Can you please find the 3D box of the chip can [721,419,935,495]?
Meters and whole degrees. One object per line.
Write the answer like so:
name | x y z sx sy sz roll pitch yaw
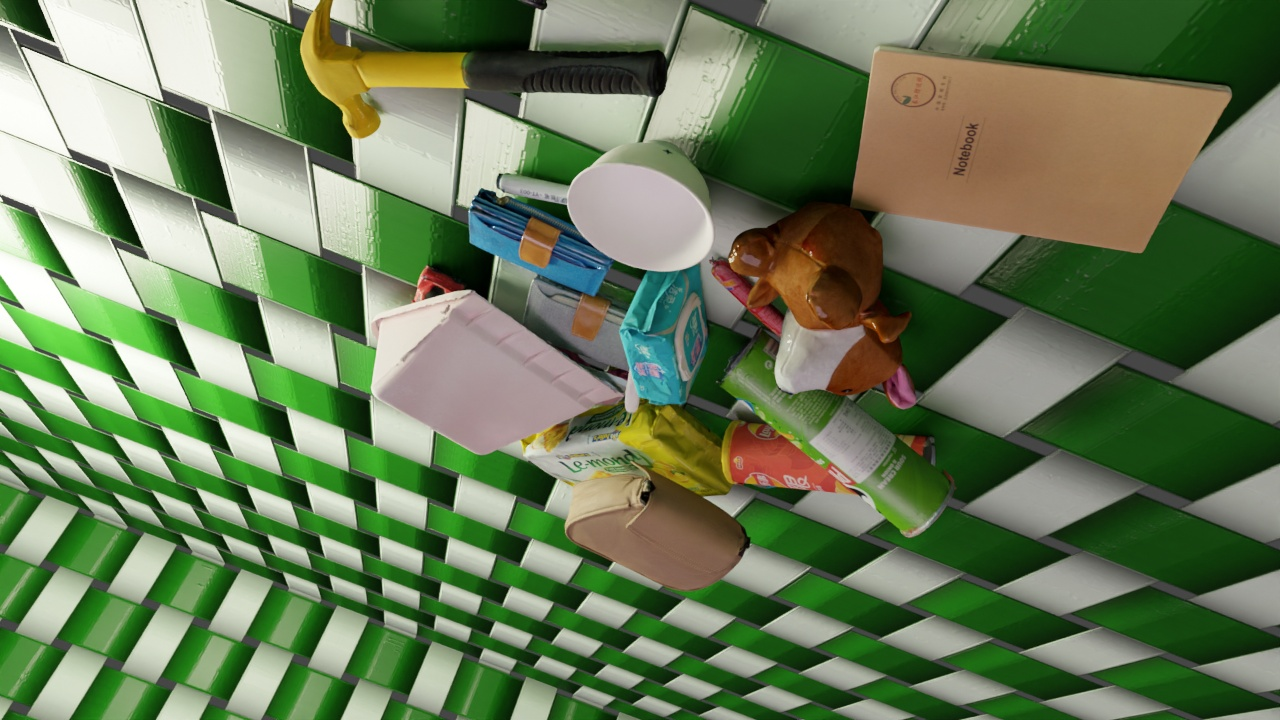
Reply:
chip can | 0.199 0.107 0.978 0.217 0.073 0.073 3 146 25

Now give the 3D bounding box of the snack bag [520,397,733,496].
snack bag | -0.013 0.110 1.101 0.247 0.068 0.158 -13 141 41

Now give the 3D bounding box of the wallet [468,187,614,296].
wallet | -0.091 -0.103 0.832 0.133 0.040 0.106 22 166 -6

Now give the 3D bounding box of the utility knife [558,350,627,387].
utility knife | -0.108 -0.008 1.002 0.218 0.018 0.034 20 152 13

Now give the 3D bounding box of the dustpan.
dustpan | -0.185 -0.009 1.034 0.274 0.138 0.222 -29 131 28

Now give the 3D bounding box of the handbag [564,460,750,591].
handbag | 0.020 0.189 1.060 0.204 0.099 0.148 33 140 -30

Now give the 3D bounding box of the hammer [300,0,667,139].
hammer | -0.126 -0.218 0.689 0.301 0.032 0.129 8 148 20

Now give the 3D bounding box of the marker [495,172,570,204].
marker | -0.062 -0.143 0.785 0.131 0.018 0.023 13 134 11

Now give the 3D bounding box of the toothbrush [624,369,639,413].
toothbrush | -0.005 0.005 0.929 0.016 0.016 0.180 6 144 1

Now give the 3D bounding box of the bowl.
bowl | 0.009 -0.131 0.716 0.118 0.064 0.118 15 149 9

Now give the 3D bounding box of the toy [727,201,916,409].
toy | 0.153 -0.030 0.745 0.140 0.130 0.199 41 176 36

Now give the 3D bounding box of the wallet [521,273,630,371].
wallet | -0.054 -0.035 0.933 0.129 0.036 0.107 20 150 -3

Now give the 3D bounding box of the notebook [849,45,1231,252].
notebook | 0.253 -0.138 0.619 0.208 0.008 0.148 12 148 13

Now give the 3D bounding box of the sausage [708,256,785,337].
sausage | 0.113 -0.045 0.837 0.156 0.020 0.020 38 145 -27

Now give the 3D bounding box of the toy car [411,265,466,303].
toy car | -0.221 -0.063 0.991 0.049 0.031 0.107 27 151 -9

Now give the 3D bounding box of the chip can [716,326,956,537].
chip can | 0.183 0.066 0.868 0.236 0.072 0.072 39 148 0

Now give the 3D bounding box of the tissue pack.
tissue pack | 0.025 -0.027 0.845 0.050 0.093 0.134 13 150 19

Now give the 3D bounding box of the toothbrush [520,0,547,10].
toothbrush | -0.141 -0.290 0.602 0.189 0.014 0.018 30 138 -16

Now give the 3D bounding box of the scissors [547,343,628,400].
scissors | -0.050 0.012 1.029 0.134 0.017 0.134 -9 143 44

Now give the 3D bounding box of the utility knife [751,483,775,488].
utility knife | 0.191 0.131 1.077 0.029 0.013 0.176 32 148 -22
